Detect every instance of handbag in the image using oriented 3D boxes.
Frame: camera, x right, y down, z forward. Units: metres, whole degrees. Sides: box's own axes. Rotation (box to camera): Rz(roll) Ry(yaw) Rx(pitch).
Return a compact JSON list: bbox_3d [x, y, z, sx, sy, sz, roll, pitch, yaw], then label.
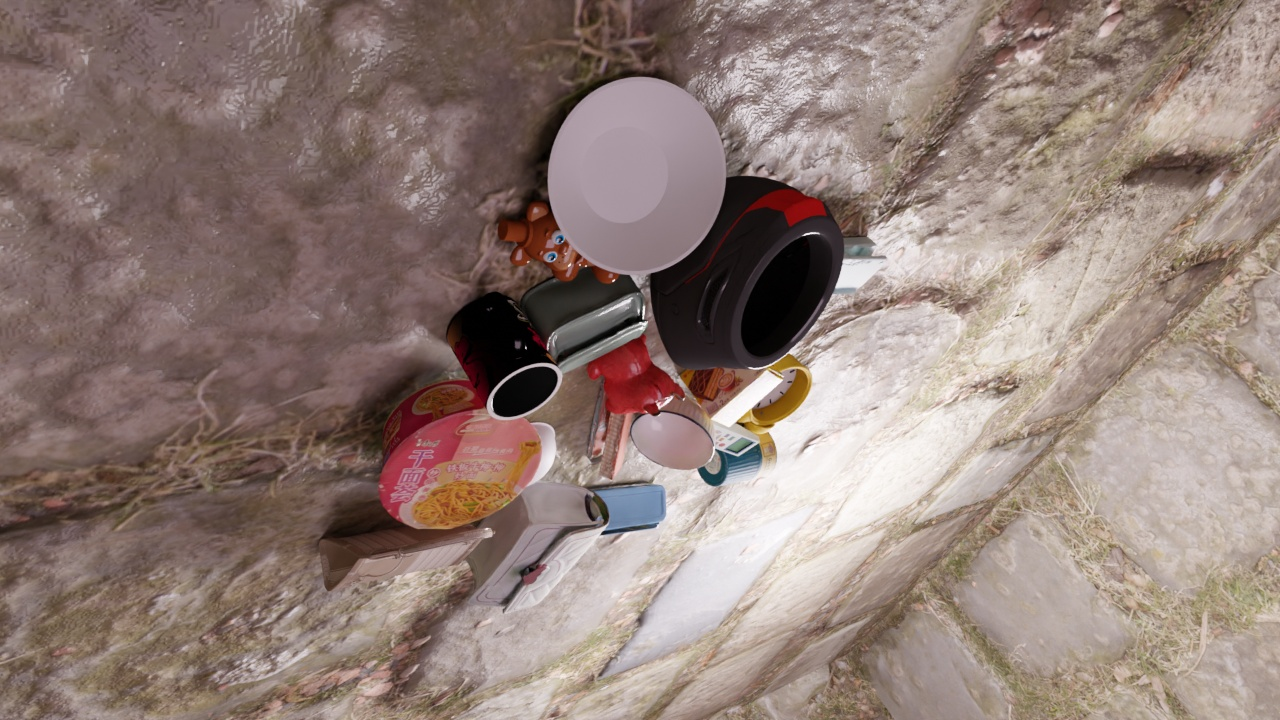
[{"bbox_3d":[-0.056,-0.043,0.983,0.121,0.067,0.106,-27,150,-15],"label":"handbag"},{"bbox_3d":[-0.148,0.260,1.265,0.141,0.096,0.199,13,128,-35],"label":"handbag"},{"bbox_3d":[-0.249,0.215,1.075,0.175,0.062,0.198,-2,167,-44],"label":"handbag"}]

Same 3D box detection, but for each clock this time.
[{"bbox_3d":[0.189,0.052,1.371,0.152,0.052,0.113,-46,138,10],"label":"clock"}]

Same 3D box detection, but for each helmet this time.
[{"bbox_3d":[0.094,-0.091,0.961,0.163,0.170,0.265,-20,139,-28],"label":"helmet"}]

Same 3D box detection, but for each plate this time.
[{"bbox_3d":[-0.007,-0.168,0.838,0.173,0.036,0.174,-7,108,-22],"label":"plate"}]

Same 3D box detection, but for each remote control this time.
[{"bbox_3d":[0.106,0.102,1.346,0.143,0.024,0.050,22,136,-32],"label":"remote control"}]

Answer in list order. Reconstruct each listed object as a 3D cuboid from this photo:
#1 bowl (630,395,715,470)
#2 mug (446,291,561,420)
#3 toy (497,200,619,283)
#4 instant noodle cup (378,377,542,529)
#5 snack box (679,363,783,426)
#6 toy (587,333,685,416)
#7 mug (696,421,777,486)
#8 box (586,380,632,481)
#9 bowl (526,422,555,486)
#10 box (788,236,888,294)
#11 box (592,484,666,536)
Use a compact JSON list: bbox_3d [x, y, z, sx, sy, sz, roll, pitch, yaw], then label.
[{"bbox_3d":[0.050,0.089,1.259,0.118,0.118,0.062,106,5,-47],"label":"bowl"},{"bbox_3d":[-0.136,-0.015,0.910,0.081,0.098,0.118,-21,147,-23],"label":"mug"},{"bbox_3d":[-0.071,-0.115,0.872,0.127,0.065,0.095,1,125,-38],"label":"toy"},{"bbox_3d":[-0.203,0.094,0.997,0.178,0.077,0.179,-18,137,-17],"label":"instant noodle cup"},{"bbox_3d":[0.123,0.023,1.238,0.106,0.083,0.061,-43,148,13],"label":"snack box"},{"bbox_3d":[-0.006,0.006,1.073,0.088,0.094,0.133,-42,124,-19],"label":"toy"},{"bbox_3d":[0.151,0.136,1.444,0.107,0.083,0.114,-7,112,-34],"label":"mug"},{"bbox_3d":[-0.040,0.082,1.219,0.058,0.062,0.189,-45,159,-40],"label":"box"},{"bbox_3d":[-0.148,0.130,1.160,0.109,0.040,0.110,-25,148,-17],"label":"bowl"},{"bbox_3d":[0.231,-0.121,1.190,0.198,0.066,0.083,-7,164,-40],"label":"box"},{"bbox_3d":[-0.050,0.226,1.407,0.208,0.078,0.074,4,88,-47],"label":"box"}]
